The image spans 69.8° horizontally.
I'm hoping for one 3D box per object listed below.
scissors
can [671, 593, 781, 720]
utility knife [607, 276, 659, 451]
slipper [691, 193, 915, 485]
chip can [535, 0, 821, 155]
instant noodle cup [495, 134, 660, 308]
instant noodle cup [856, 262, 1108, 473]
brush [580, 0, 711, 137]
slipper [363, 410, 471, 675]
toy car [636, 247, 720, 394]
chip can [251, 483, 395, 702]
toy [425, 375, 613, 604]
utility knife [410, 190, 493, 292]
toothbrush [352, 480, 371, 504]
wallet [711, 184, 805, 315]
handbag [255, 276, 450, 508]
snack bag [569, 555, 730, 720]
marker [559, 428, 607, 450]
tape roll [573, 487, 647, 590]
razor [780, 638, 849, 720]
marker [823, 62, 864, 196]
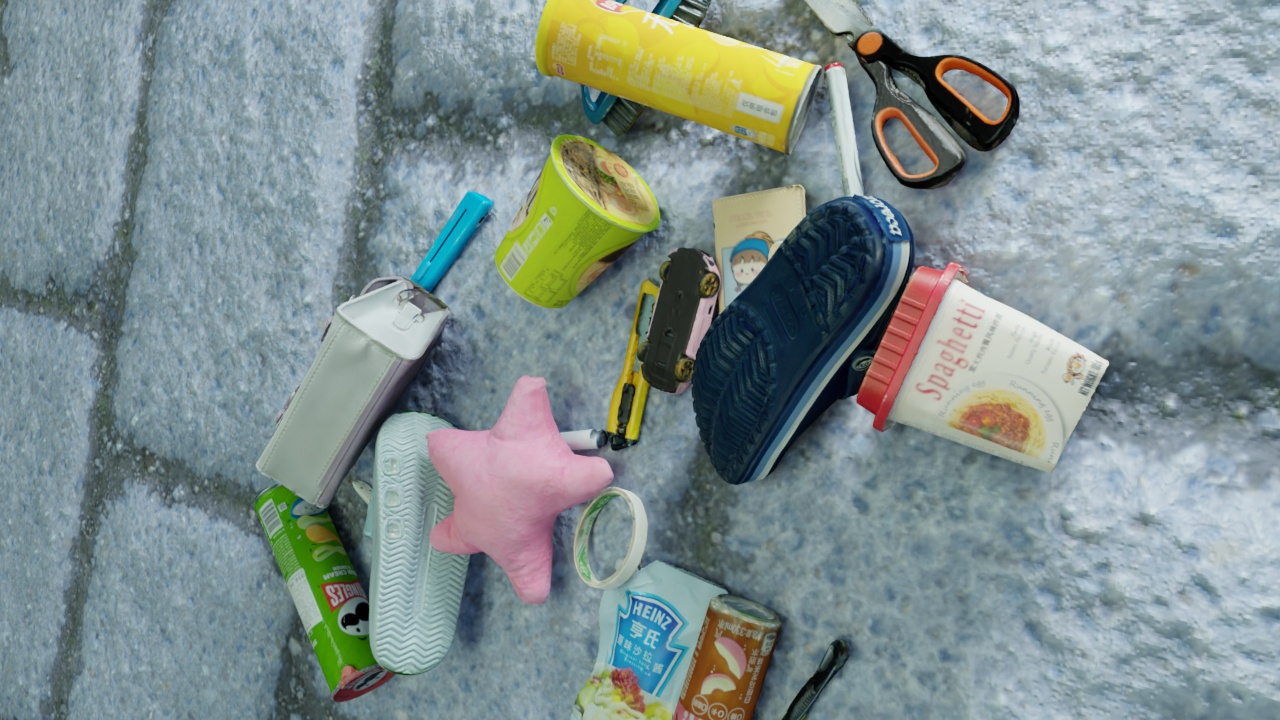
[{"bbox_3d":[0.193,-0.233,0.684,0.153,0.021,0.234,-17,71,24],"label":"scissors"},{"bbox_3d":[0.060,0.258,0.704,0.058,0.057,0.147,18,92,33],"label":"can"},{"bbox_3d":[-0.005,0.005,0.797,0.033,0.015,0.156,14,94,31],"label":"utility knife"},{"bbox_3d":[0.119,-0.014,0.664,0.254,0.095,0.105,-63,39,40],"label":"slipper"},{"bbox_3d":[0.028,-0.226,0.711,0.213,0.072,0.072,21,99,10],"label":"chip can"},{"bbox_3d":[-0.062,-0.112,0.796,0.124,0.111,0.111,-46,64,32],"label":"instant noodle cup"},{"bbox_3d":[0.222,0.009,0.596,0.124,0.116,0.116,27,102,19],"label":"instant noodle cup"},{"bbox_3d":[-0.005,-0.265,0.776,0.144,0.073,0.055,-52,19,19],"label":"brush"},{"bbox_3d":[-0.213,0.171,0.878,0.074,0.104,0.245,-21,64,60],"label":"slipper"},{"bbox_3d":[0.035,-0.032,0.757,0.056,0.037,0.122,25,105,41],"label":"toy car"},{"bbox_3d":[-0.335,0.236,0.969,0.072,0.072,0.236,-45,64,23],"label":"chip can"},{"bbox_3d":[-0.120,0.102,0.815,0.178,0.074,0.195,30,106,15],"label":"toy"},{"bbox_3d":[-0.222,-0.085,0.949,0.226,0.018,0.034,-49,63,23],"label":"utility knife"},{"bbox_3d":[-0.244,0.181,0.946,0.187,0.016,0.017,36,116,30],"label":"toothbrush"},{"bbox_3d":[0.100,-0.077,0.729,0.087,0.024,0.115,-4,87,35],"label":"wallet"},{"bbox_3d":[-0.281,0.023,0.904,0.098,0.144,0.197,35,111,-4],"label":"handbag"},{"bbox_3d":[0.001,0.261,0.765,0.110,0.038,0.191,18,93,39],"label":"snack bag"},{"bbox_3d":[-0.086,0.074,0.846,0.131,0.018,0.022,-8,73,33],"label":"marker"},{"bbox_3d":[-0.026,0.151,0.783,0.086,0.014,0.085,-29,50,41],"label":"tape roll"},{"bbox_3d":[0.117,0.265,0.695,0.143,0.022,0.042,-57,25,17],"label":"razor"},{"bbox_3d":[0.156,-0.149,0.686,0.017,0.017,0.145,-9,91,33],"label":"marker"}]
